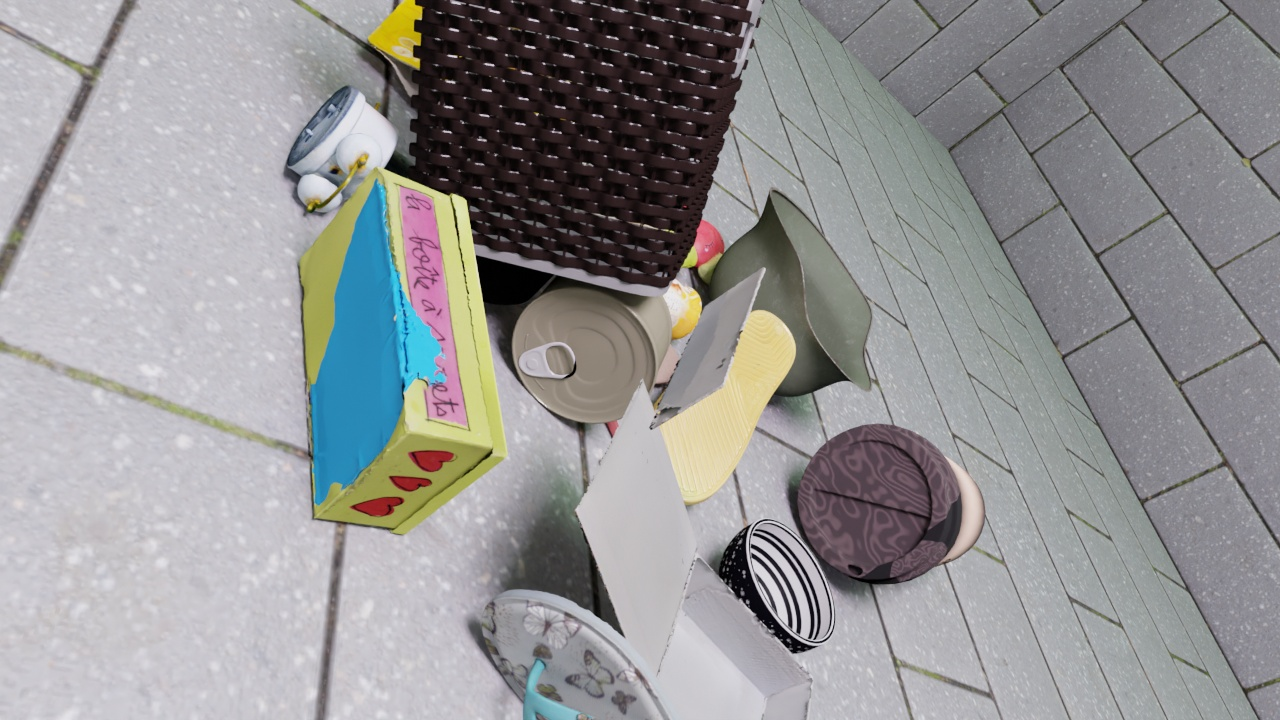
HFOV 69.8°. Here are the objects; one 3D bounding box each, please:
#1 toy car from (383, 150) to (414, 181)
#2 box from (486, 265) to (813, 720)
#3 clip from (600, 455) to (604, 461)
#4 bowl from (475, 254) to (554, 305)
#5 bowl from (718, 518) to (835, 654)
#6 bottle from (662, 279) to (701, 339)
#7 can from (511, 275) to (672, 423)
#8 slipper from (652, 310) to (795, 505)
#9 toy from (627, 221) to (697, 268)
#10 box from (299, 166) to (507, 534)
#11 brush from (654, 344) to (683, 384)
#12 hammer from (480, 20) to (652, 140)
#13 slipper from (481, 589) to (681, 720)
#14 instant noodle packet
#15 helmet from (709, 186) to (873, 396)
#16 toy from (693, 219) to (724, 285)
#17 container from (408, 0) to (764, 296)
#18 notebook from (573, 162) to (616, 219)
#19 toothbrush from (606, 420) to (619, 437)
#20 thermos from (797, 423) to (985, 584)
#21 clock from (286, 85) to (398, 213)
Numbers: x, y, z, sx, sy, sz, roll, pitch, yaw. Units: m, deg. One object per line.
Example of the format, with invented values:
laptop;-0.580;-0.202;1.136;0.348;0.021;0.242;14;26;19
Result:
toy car;-0.217;-0.139;0.777;0.048;0.033;0.105;31;38;-30
box;0.004;0.156;0.665;0.419;0.108;0.165;60;27;-18
clip;-0.008;0.107;0.816;0.045;0.025;0.061;4;52;-53
bowl;-0.124;-0.081;0.804;0.124;0.053;0.124;11;20;-4
bowl;0.112;0.211;0.830;0.120;0.067;0.120;35;34;-28
bottle;0.015;-0.064;0.992;0.109;0.063;0.063;23;41;-41
can;-0.040;-0.018;0.802;0.128;0.128;0.073;46;29;-11
slipper;0.071;0.044;0.935;0.099;0.079;0.262;47;51;-6
toy;0.018;-0.149;1.084;0.117;0.043;0.092;3;58;-51
box;-0.166;-0.007;0.622;0.079;0.125;0.220;16;44;-43
brush;-0.006;0.005;0.942;0.135;0.015;0.050;-3;59;-49
hammer;-0.112;-0.322;0.977;0.330;0.033;0.131;44;35;4
slipper;-0.008;0.258;0.582;0.269;0.098;0.054;52;29;-4
instant noodle packet;-0.172;-0.293;0.975;0.221;0.084;0.162;34;35;-19
helmet;0.172;-0.054;1.105;0.226;0.154;0.267;21;40;-54
toy;0.079;-0.153;1.192;0.135;0.045;0.091;61;28;3
container;-0.045;-0.218;0.779;0.245;0.244;0.246;14;21;5
notebook;-0.023;-0.152;1.085;0.153;0.012;0.208;28;38;-38
toothbrush;-0.022;0.060;0.854;0.016;0.017;0.189;3;56;-51
thermos;0.302;0.168;1.053;0.226;0.173;0.172;17;45;-54
clock;-0.238;-0.164;0.727;0.057;0.083;0.117;38;31;-35
